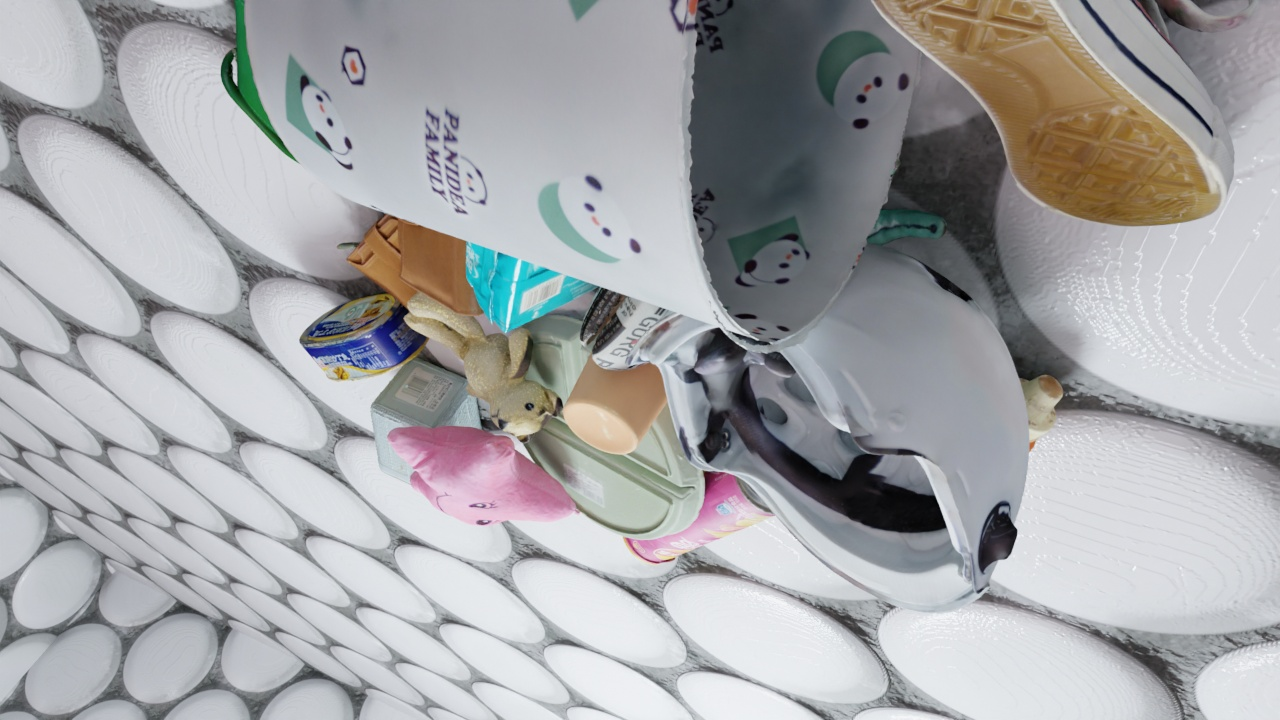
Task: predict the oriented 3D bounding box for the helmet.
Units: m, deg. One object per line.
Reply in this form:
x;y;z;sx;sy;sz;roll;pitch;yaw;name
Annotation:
0.133;0.025;0.555;0.229;0.145;0.258;16;151;53;helmet

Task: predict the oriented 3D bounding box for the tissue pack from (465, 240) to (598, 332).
-0.048;-0.082;0.594;0.050;0.133;0.093;49;147;19;tissue pack

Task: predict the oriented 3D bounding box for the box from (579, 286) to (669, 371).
0.008;-0.068;0.584;0.164;0.075;0.082;-51;60;35;box

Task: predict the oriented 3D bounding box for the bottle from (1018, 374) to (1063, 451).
0.229;0.056;0.622;0.067;0.066;0.150;31;139;0;bottle

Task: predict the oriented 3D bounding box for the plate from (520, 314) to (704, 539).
-0.042;0.066;0.807;0.230;0.027;0.231;29;138;30;plate

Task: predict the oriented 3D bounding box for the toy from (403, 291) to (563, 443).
-0.136;0.002;0.777;0.157;0.066;0.105;45;129;-2;toy

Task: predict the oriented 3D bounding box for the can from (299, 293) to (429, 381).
-0.267;-0.022;0.884;0.148;0.074;0.049;-5;129;42;can

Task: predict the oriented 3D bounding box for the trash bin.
-0.028;-0.143;0.426;0.252;0.228;0.230;16;144;30;trash bin

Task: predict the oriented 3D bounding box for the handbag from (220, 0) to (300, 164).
-0.233;-0.209;0.631;0.120;0.067;0.132;41;147;-2;handbag

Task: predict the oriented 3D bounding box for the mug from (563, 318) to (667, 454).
-0.004;0.004;0.672;0.078;0.122;0.078;21;145;15;mug

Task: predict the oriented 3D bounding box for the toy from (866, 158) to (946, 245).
0.129;-0.095;0.530;0.096;0.030;0.092;9;146;18;toy

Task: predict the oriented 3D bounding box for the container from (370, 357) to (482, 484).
-0.220;0.066;0.951;0.090;0.089;0.112;23;143;11;container

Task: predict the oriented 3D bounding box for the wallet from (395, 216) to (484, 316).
-0.144;-0.108;0.653;0.108;0.031;0.132;26;120;44;wallet

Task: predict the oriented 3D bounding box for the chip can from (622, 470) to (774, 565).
0.058;0.130;0.834;0.071;0.071;0.211;37;146;-9;chip can

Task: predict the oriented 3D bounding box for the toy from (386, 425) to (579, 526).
-0.140;0.109;0.845;0.178;0.074;0.195;16;154;0;toy

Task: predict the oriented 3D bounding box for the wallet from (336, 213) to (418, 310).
-0.189;-0.086;0.784;0.119;0.035;0.131;37;146;-20;wallet

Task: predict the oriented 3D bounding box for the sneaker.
0.183;-0.137;0.385;0.241;0.087;0.118;27;166;-36;sneaker
